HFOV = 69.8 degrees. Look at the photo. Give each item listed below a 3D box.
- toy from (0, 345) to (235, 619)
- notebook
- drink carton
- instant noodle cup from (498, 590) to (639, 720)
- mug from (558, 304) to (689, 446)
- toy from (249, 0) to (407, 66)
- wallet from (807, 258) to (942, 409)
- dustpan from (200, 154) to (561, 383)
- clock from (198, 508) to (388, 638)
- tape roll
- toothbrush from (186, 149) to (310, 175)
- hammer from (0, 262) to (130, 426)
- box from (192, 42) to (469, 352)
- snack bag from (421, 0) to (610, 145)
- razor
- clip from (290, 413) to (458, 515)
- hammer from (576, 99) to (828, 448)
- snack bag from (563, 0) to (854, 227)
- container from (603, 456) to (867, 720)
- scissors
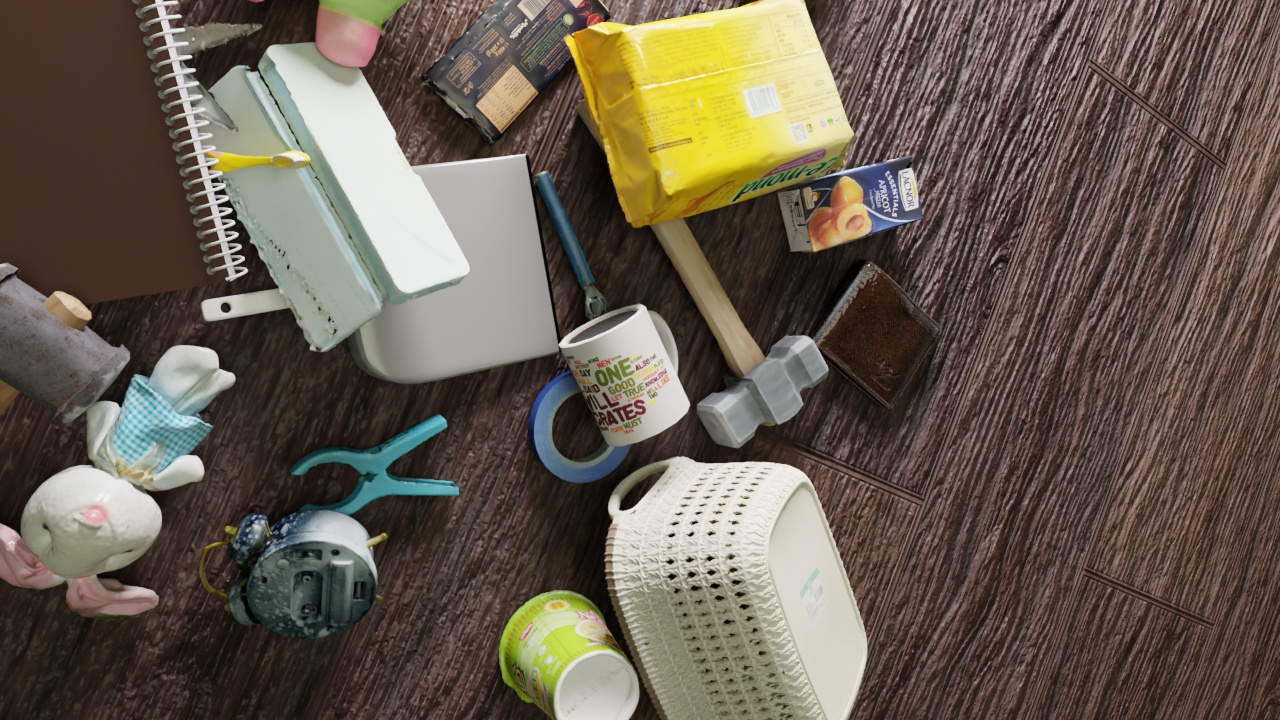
[{"bbox_3d":[-0.338,0.083,0.607,0.131,0.106,0.205,37,82,-25],"label":"toy"},{"bbox_3d":[-0.362,-0.141,0.582,0.171,0.022,0.209,-10,106,-5],"label":"notebook"},{"bbox_3d":[0.196,-0.143,0.848,0.129,0.040,0.064,-18,102,-21],"label":"drink carton"},{"bbox_3d":[-0.053,0.249,0.742,0.098,0.108,0.099,-2,95,-24],"label":"instant noodle cup"},{"bbox_3d":[-0.004,0.004,0.745,0.104,0.074,0.089,-39,110,-45],"label":"mug"},{"bbox_3d":[-0.187,-0.330,0.639,0.192,0.097,0.236,34,73,-29],"label":"toy"},{"bbox_3d":[0.226,-0.024,0.879,0.120,0.031,0.099,38,83,-23],"label":"wallet"},{"bbox_3d":[-0.193,-0.060,0.697,0.257,0.033,0.163,-14,100,-30],"label":"dustpan"},{"bbox_3d":[-0.251,0.154,0.666,0.129,0.052,0.090,4,114,-18],"label":"clock"},{"bbox_3d":[-0.049,0.055,0.774,0.093,0.016,0.091,-40,109,-15],"label":"tape roll"},{"bbox_3d":[-0.284,-0.133,0.615,0.135,0.016,0.021,2,106,15],"label":"toothbrush"},{"bbox_3d":[-0.467,0.084,0.569,0.328,0.052,0.098,-47,114,-3],"label":"hammer"},{"bbox_3d":[-0.218,-0.118,0.643,0.126,0.075,0.197,-29,87,7],"label":"box"},{"bbox_3d":[-0.095,-0.249,0.724,0.074,0.018,0.155,44,78,-20],"label":"snack bag"},{"bbox_3d":[-0.054,-0.087,0.756,0.042,0.022,0.144,-26,104,-20],"label":"razor"},{"bbox_3d":[-0.202,0.101,0.710,0.126,0.028,0.113,-3,94,-24],"label":"clip"},{"bbox_3d":[0.043,-0.083,0.786,0.117,0.051,0.323,-36,105,-19],"label":"hammer"},{"bbox_3d":[0.066,-0.209,0.746,0.246,0.068,0.159,-22,96,-29],"label":"snack bag"},{"bbox_3d":[0.083,0.200,0.749,0.184,0.143,0.246,-44,115,-54],"label":"container"},{"bbox_3d":[-0.361,-0.200,0.599,0.204,0.015,0.201,-43,92,-4],"label":"scissors"}]
